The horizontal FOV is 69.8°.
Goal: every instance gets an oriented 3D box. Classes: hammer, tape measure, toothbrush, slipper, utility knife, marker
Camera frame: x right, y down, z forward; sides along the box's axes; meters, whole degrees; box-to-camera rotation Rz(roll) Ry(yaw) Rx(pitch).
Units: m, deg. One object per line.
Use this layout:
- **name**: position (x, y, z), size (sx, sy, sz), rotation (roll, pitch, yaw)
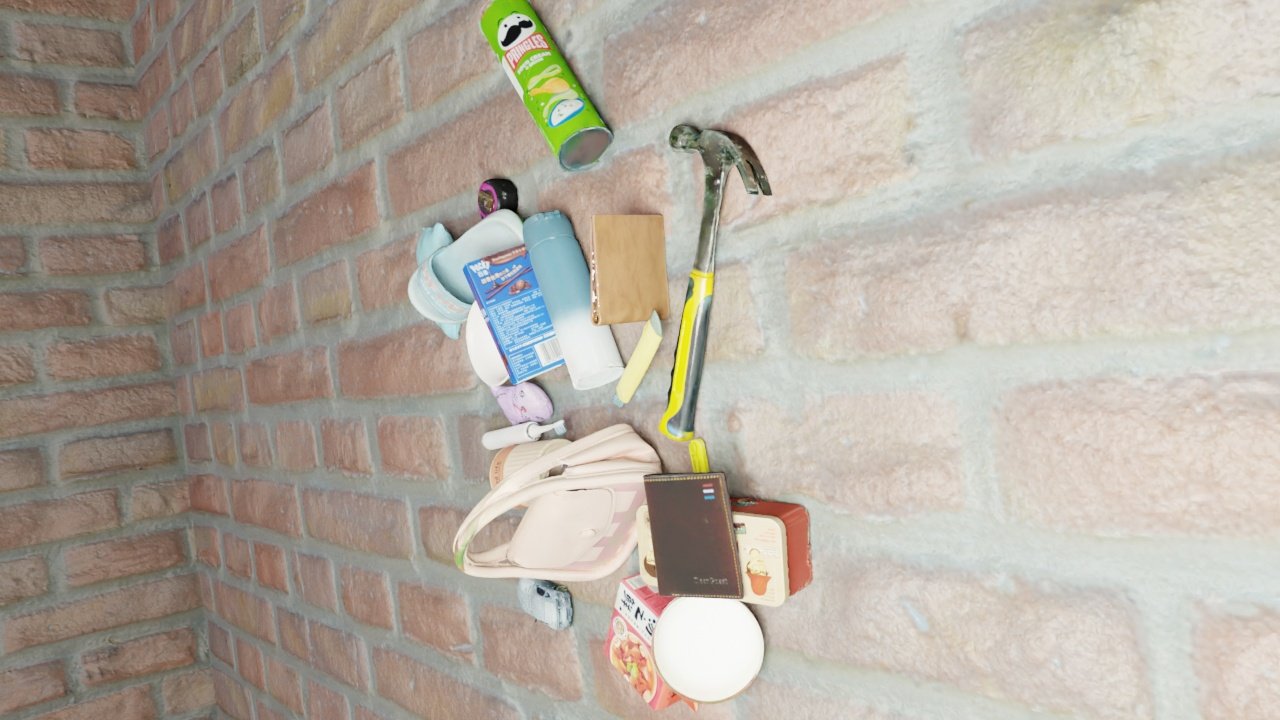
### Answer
- **hammer**: position (0.061, -0.070, 0.938), size (0.126, 0.031, 0.324), rotation (26, 115, 46)
- **tape measure**: position (-0.189, -0.210, 1.207), size (0.058, 0.039, 0.057), rotation (36, 122, 41)
- **toothbrush**: position (-0.154, 0.096, 1.208), size (0.222, 0.026, 0.026), rotation (-17, 102, 55)
- **slipper**: position (-0.231, -0.114, 1.216), size (0.246, 0.074, 0.104), rotation (-30, 100, 40)
- **utility knife**: position (-0.006, 0.006, 1.021), size (0.031, 0.018, 0.174), rotation (64, 144, 26)
- **marker**: position (0.068, 0.145, 0.976), size (0.018, 0.015, 0.124), rotation (-9, 91, 49)

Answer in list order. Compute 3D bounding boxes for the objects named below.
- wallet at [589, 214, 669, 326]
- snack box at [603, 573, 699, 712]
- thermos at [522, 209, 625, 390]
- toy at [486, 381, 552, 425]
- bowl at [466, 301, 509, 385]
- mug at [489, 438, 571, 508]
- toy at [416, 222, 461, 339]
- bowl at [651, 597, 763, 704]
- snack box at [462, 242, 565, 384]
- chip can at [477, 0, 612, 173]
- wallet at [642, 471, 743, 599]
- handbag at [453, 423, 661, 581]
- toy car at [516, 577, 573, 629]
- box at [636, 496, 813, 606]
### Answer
- **wallet**: position (-0.012, -0.096, 0.968), size (0.020, 0.101, 0.115), rotation (4, 98, 47)
- **snack box**: position (0.020, 0.323, 1.039), size (0.127, 0.044, 0.113), rotation (35, 121, 41)
- **thermos**: position (-0.082, -0.075, 1.085), size (0.070, 0.070, 0.220), rotation (-38, 66, 46)
- **toy**: position (-0.155, 0.053, 1.203), size (0.108, 0.038, 0.084), rotation (-3, 125, 51)
- **bowl**: position (-0.169, -0.029, 1.193), size (0.118, 0.064, 0.118), rotation (9, 102, 49)
- **mug**: position (-0.121, 0.156, 1.161), size (0.106, 0.081, 0.114), rotation (-15, 105, 49)
- **toy**: position (-0.291, -0.122, 1.336), size (0.156, 0.049, 0.162), rotation (55, 143, 21)
- **bowl**: position (0.068, 0.288, 0.947), size (0.062, 0.113, 0.113), rotation (-6, -92, -89)
- **snack box**: position (-0.147, -0.058, 1.119), size (0.157, 0.084, 0.026), rotation (67, 156, -1)
- **chip can**: position (-0.113, -0.327, 1.074), size (0.072, 0.072, 0.236), rotation (-51, 59, 41)
- **wallet**: position (0.050, 0.167, 0.877), size (0.097, 0.020, 0.122), rotation (-7, 93, 38)
- **handbag**: position (-0.100, 0.172, 1.010), size (0.093, 0.233, 0.194), rotation (54, 133, 32)
- **toy car**: position (-0.132, 0.322, 1.229), size (0.121, 0.036, 0.054), rotation (10, 103, 52)
- **box**: position (0.086, 0.184, 0.913), size (0.169, 0.079, 0.091), rotation (-1, 96, 38)
